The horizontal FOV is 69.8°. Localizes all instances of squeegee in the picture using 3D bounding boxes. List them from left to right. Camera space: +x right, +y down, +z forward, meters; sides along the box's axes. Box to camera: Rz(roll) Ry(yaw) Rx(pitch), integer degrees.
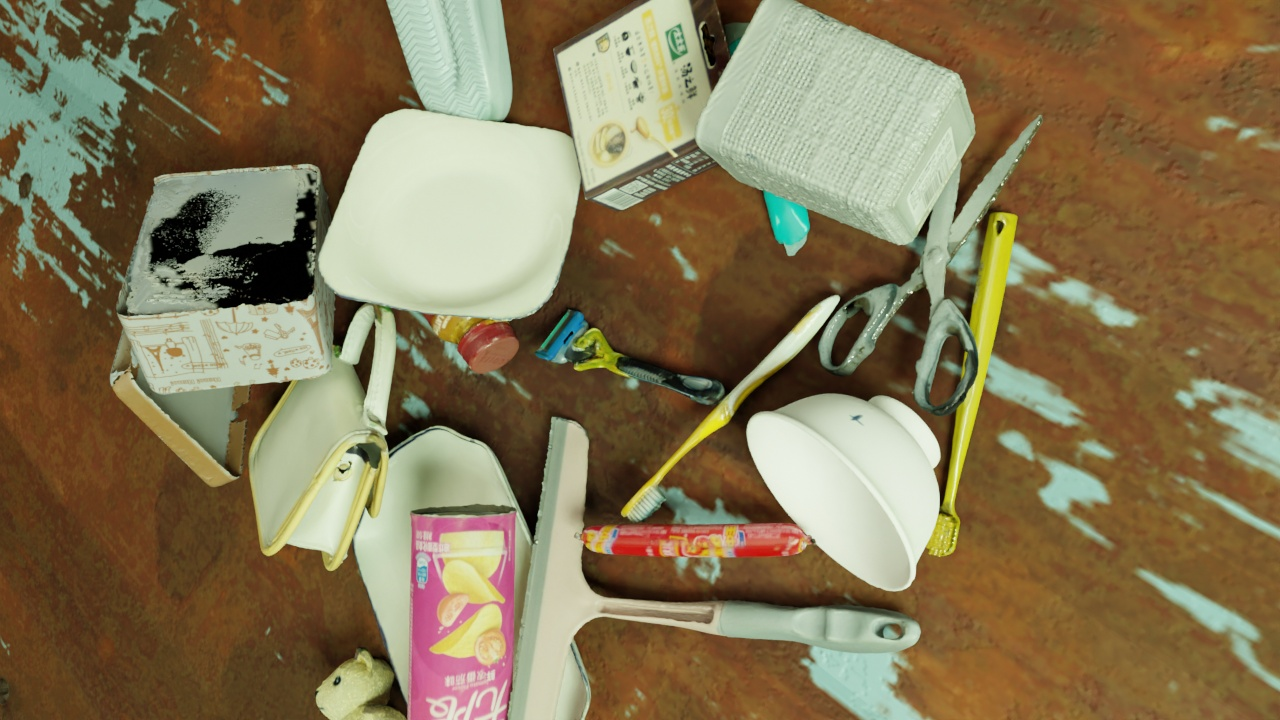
[{"bbox_3d":[0.044,0.156,0.559,0.250,0.040,0.247,-2,68,26],"label":"squeegee"}]

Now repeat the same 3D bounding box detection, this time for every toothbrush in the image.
[{"bbox_3d":[0.055,0.032,0.560,0.191,0.016,0.018,-47,71,11],"label":"toothbrush"},{"bbox_3d":[0.179,0.014,0.497,0.016,0.016,0.190,12,93,30],"label":"toothbrush"}]

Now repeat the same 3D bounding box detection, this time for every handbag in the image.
[{"bbox_3d":[-0.223,0.047,0.691,0.179,0.063,0.163,-58,36,9],"label":"handbag"}]

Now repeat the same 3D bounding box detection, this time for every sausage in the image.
[{"bbox_3d":[0.029,0.108,0.552,0.156,0.020,0.020,-5,84,24],"label":"sausage"}]

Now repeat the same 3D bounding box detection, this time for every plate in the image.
[{"bbox_3d":[-0.126,-0.098,0.642,0.164,0.034,0.163,9,64,5],"label":"plate"},{"bbox_3d":[-0.120,0.177,0.661,0.162,0.034,0.265,-36,69,24],"label":"plate"}]

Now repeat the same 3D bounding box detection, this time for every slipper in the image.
[{"bbox_3d":[-0.140,-0.292,0.684,0.104,0.074,0.245,-9,98,38],"label":"slipper"}]

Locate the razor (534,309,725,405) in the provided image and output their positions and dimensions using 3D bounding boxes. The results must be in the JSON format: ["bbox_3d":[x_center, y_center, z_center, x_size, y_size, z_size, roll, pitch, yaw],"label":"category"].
[{"bbox_3d":[-0.004,0.004,0.608,0.143,0.022,0.042,19,66,33],"label":"razor"}]

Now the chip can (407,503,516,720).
[{"bbox_3d":[-0.116,0.201,0.594,0.072,0.071,0.210,-1,86,32],"label":"chip can"}]

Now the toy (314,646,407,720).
[{"bbox_3d":[-0.203,0.295,0.676,0.105,0.066,0.157,119,144,-47],"label":"toy"}]

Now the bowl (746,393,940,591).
[{"bbox_3d":[0.121,0.057,0.494,0.064,0.118,0.118,-37,63,-16],"label":"bowl"}]

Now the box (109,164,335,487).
[{"bbox_3d":[-0.315,-0.021,0.725,0.193,0.156,0.182,92,167,-45],"label":"box"}]

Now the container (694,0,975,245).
[{"bbox_3d":[0.109,-0.125,0.496,0.114,0.090,0.090,32,98,26],"label":"container"}]

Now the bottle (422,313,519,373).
[{"bbox_3d":[-0.148,-0.068,0.680,0.058,0.057,0.175,-44,66,21],"label":"bottle"}]

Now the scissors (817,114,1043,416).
[{"bbox_3d":[0.160,-0.051,0.504,0.176,0.014,0.159,-35,56,34],"label":"scissors"}]

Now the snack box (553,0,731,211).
[{"bbox_3d":[0.011,-0.174,0.592,0.126,0.053,0.113,-19,77,29],"label":"snack box"}]

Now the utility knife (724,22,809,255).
[{"bbox_3d":[0.080,-0.141,0.572,0.029,0.013,0.157,-16,81,33],"label":"utility knife"}]
